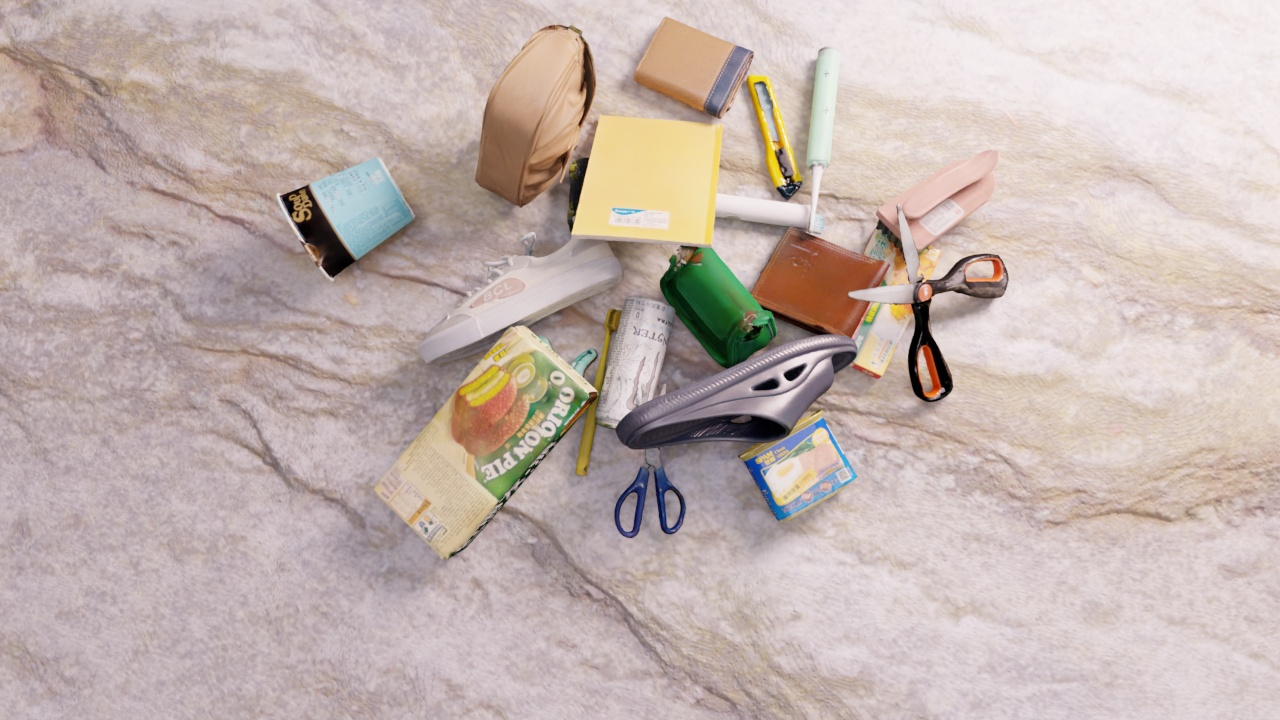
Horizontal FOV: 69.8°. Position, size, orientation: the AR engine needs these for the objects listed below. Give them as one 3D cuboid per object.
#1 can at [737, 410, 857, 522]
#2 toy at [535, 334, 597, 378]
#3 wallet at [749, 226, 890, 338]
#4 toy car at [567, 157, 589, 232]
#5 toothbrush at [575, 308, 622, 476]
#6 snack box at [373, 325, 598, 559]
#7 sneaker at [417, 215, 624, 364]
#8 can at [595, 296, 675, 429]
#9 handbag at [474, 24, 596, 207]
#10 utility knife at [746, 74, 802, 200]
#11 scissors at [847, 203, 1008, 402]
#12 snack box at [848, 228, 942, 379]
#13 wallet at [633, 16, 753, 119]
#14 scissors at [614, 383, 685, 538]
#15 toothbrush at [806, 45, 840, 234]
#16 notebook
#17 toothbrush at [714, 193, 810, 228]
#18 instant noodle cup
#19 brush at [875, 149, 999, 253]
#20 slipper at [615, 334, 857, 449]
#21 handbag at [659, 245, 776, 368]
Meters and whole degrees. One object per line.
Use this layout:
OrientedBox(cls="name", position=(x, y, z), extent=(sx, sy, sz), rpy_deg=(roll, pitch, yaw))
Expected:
OrientedBox(cls="can", position=(0.169, 0.114, 0.981), extent=(0.102, 0.057, 0.083), rpy_deg=(-29, 85, 0))
OrientedBox(cls="toy", position=(-0.097, 0.009, 1.025), extent=(0.096, 0.030, 0.092), rpy_deg=(-44, 88, -9))
OrientedBox(cls="wallet", position=(0.193, -0.083, 0.998), extent=(0.124, 0.032, 0.101), rpy_deg=(26, 83, 25))
OrientedBox(cls="toy car", position=(-0.060, -0.183, 1.038), extent=(0.043, 0.036, 0.091), rpy_deg=(3, 87, 5))
OrientedBox(cls="toothbrush", position=(-0.045, 0.035, 1.021), extent=(0.017, 0.015, 0.190), rpy_deg=(6, 82, 47))
OrientedBox(cls="snack box", position=(-0.165, 0.087, 0.983), extent=(0.114, 0.063, 0.240), rpy_deg=(41, 97, 7))
OrientedBox(cls="sneaker", position=(-0.143, -0.079, 1.002), extent=(0.242, 0.089, 0.090), rpy_deg=(-26, 84, 2))
OrientedBox(cls="can", position=(-0.006, 0.006, 1.003), extent=(0.058, 0.058, 0.146), rpy_deg=(14, 84, 5))
OrientedBox(cls="handbag", position=(-0.107, -0.249, 0.970), extent=(0.100, 0.205, 0.147), rpy_deg=(30, 73, -5))
OrientedBox(cls="utility knife", position=(0.151, -0.256, 1.044), extent=(0.033, 0.015, 0.153), rpy_deg=(-16, 83, -1))
OrientedBox(cls="scissors", position=(0.307, -0.062, 0.958), extent=(0.220, 0.022, 0.235), rpy_deg=(-23, 114, -24))
OrientedBox(cls="snack box", position=(0.262, -0.066, 1.009), extent=(0.077, 0.027, 0.155), rpy_deg=(26, 86, 8))
OrientedBox(cls="wallet", position=(0.061, -0.336, 1.051), extent=(0.115, 0.033, 0.090), rpy_deg=(25, 83, 7))
OrientedBox(cls="scissors", position=(0.020, 0.111, 0.985), extent=(0.140, 0.012, 0.171), rpy_deg=(32, 86, -23))
OrientedBox(cls="toothbrush", position=(0.201, -0.246, 1.021), extent=(0.027, 0.026, 0.224), rpy_deg=(10, 77, -7))
OrientedBox(cls="notebook", position=(0.012, -0.198, 0.993), extent=(0.146, 0.010, 0.205), rpy_deg=(5, 50, 4))
OrientedBox(cls="toothbrush", position=(0.085, -0.175, 1.033), extent=(0.221, 0.027, 0.026), rpy_deg=(9, 75, 4))
OrientedBox(cls="instant noodle cup", position=(-0.322, -0.164, 1.024), extent=(0.120, 0.111, 0.111), rpy_deg=(-30, 82, -8))
OrientedBox(cls="brush", position=(0.325, -0.173, 0.980), extent=(0.145, 0.073, 0.063), rpy_deg=(-33, 70, -17))
OrientedBox(cls="slipper", position=(0.109, 0.054, 0.943), extent=(0.267, 0.111, 0.083), rpy_deg=(-19, 72, -14))
OrientedBox(cls="handbag", position=(0.080, -0.061, 0.973), extent=(0.068, 0.120, 0.131), rpy_deg=(-38, 75, -3))
